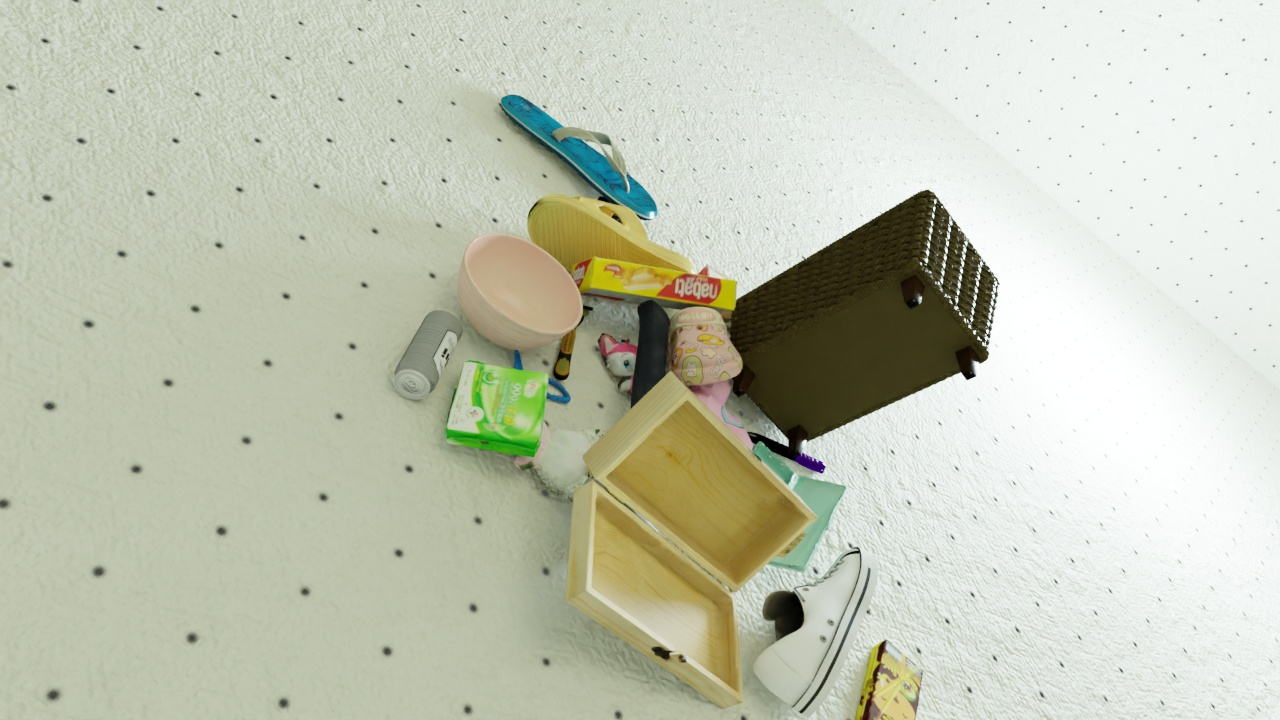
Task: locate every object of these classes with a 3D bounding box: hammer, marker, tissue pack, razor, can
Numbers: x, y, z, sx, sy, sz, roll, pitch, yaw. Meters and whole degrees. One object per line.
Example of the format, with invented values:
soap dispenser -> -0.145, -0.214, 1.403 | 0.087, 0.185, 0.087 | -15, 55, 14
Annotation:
hammer -> 0.002, 0.055, 1.050 | 0.139, 0.035, 0.311 | 43, 39, -38
marker -> 0.195, 0.123, 1.229 | 0.134, 0.015, 0.018 | 24, 37, -22
tissue pack -> -0.148, 0.049, 0.953 | 0.099, 0.034, 0.113 | 9, 45, -5
razor -> -0.088, -0.026, 1.122 | 0.044, 0.021, 0.143 | 14, 40, -6
can -> -0.222, -0.008, 0.964 | 0.044, 0.044, 0.106 | 31, 38, -14

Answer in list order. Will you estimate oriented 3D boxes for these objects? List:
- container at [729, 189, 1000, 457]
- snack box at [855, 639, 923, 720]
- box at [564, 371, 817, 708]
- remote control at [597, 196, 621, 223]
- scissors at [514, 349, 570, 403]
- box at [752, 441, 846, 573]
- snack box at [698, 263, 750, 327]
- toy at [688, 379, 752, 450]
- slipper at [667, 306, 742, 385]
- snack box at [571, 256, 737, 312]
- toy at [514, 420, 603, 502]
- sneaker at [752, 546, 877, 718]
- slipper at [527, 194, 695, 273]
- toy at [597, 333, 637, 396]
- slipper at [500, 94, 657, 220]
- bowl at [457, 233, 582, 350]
container -> 0.276, -0.031, 1.181 | 0.176, 0.322, 0.204 | 46, 36, -19
snack box -> 0.278, 0.387, 1.029 | 0.061, 0.026, 0.148 | 40, 36, -1
box -> 0.044, 0.179, 0.911 | 0.247, 0.119, 0.252 | 44, 57, -33
remote control -> -0.019, -0.182, 1.340 | 0.045, 0.021, 0.140 | 3, 49, -49
scissors -> -0.132, 0.036, 1.029 | 0.125, 0.013, 0.126 | 18, 40, -30
box -> 0.165, 0.180, 1.117 | 0.138, 0.055, 0.186 | 31, 35, 13
snack box -> 0.199, -0.047, 1.385 | 0.273, 0.044, 0.076 | 29, 33, -17
toy -> 0.090, 0.076, 1.142 | 0.123, 0.067, 0.157 | 43, 32, 0
slipper -> 0.077, -0.033, 1.177 | 0.093, 0.081, 0.197 | -5, 21, 0
snack box -> 0.017, -0.095, 1.191 | 0.200, 0.092, 0.042 | 7, 87, -20
toy -> -0.095, 0.098, 0.975 | 0.109, 0.041, 0.095 | 27, 41, -11
sneaker -> 0.186, 0.280, 1.016 | 0.097, 0.091, 0.244 | 32, 37, 12
slipper -> -0.038, -0.157, 1.238 | 0.263, 0.100, 0.078 | 23, 38, -29
toy -> -0.007, 0.007, 1.143 | 0.065, 0.050, 0.102 | -5, 61, -50
slipper -> -0.080, -0.321, 1.384 | 0.295, 0.060, 0.118 | 38, 23, 1
bowl -> -0.150, -0.068, 1.063 | 0.153, 0.076, 0.152 | 25, 39, -23
